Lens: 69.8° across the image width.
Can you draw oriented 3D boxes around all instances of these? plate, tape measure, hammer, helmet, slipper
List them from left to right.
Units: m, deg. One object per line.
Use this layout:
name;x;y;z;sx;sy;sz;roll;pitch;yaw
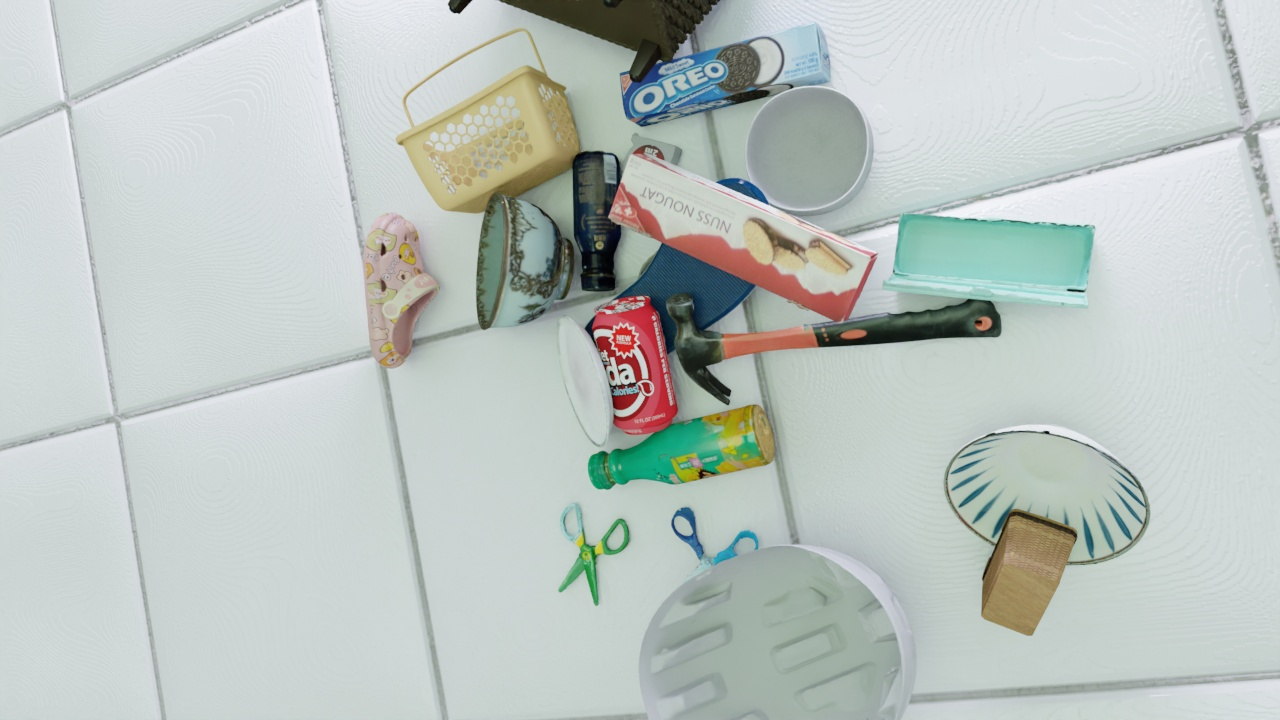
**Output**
slipper;-0.297;-0.087;1.154;0.081;0.093;0.197;2;92;11
plate;-0.063;0.023;1.043;0.014;0.157;0.157;-16;83;-19
tape measure;0.011;-0.226;1.061;0.060;0.020;0.062;22;98;26
slipper;0.047;-0.081;1.032;0.296;0.060;0.118;-43;81;30
helmet;0.135;0.311;0.926;0.282;0.184;0.224;-30;65;6
hammer;0.201;-0.027;0.962;0.334;0.033;0.133;-7;119;16

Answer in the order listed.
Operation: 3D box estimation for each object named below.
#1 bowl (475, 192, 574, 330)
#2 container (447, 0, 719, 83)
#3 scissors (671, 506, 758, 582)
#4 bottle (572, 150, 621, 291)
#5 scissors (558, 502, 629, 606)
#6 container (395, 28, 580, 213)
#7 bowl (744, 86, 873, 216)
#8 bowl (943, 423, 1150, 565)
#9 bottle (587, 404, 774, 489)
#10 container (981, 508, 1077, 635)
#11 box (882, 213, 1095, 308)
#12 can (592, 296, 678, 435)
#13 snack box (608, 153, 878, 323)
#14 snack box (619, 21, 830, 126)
bowl;-0.132;-0.111;1.071;0.093;0.160;0.160;5;93;-20
container;-0.073;-0.455;0.977;0.321;0.176;0.204;27;79;19
scissors;0.073;0.223;1.049;0.129;0.014;0.128;44;110;12
bottle;-0.050;-0.161;1.067;0.056;0.056;0.161;0;93;22
scissors;-0.069;0.229;1.104;0.121;0.012;0.128;43;104;17
container;-0.179;-0.280;1.079;0.184;0.129;0.167;-23;89;19
bowl;0.181;-0.217;0.970;0.132;0.064;0.132;0;91;22
bowl;0.387;0.110;0.873;0.177;0.070;0.178;19;137;18
bottle;0.042;0.104;1.028;0.210;0.068;0.068;-15;85;21
container;0.365;0.206;0.875;0.063;0.061;0.114;18;134;19
box;0.340;-0.099;0.899;0.187;0.109;0.078;8;111;24
can;-0.006;0.006;1.010;0.074;0.074;0.142;-6;105;22
snack box;0.098;-0.127;0.932;0.273;0.044;0.077;27;112;17
snack box;0.091;-0.312;1.010;0.227;0.059;0.059;-7;92;22
